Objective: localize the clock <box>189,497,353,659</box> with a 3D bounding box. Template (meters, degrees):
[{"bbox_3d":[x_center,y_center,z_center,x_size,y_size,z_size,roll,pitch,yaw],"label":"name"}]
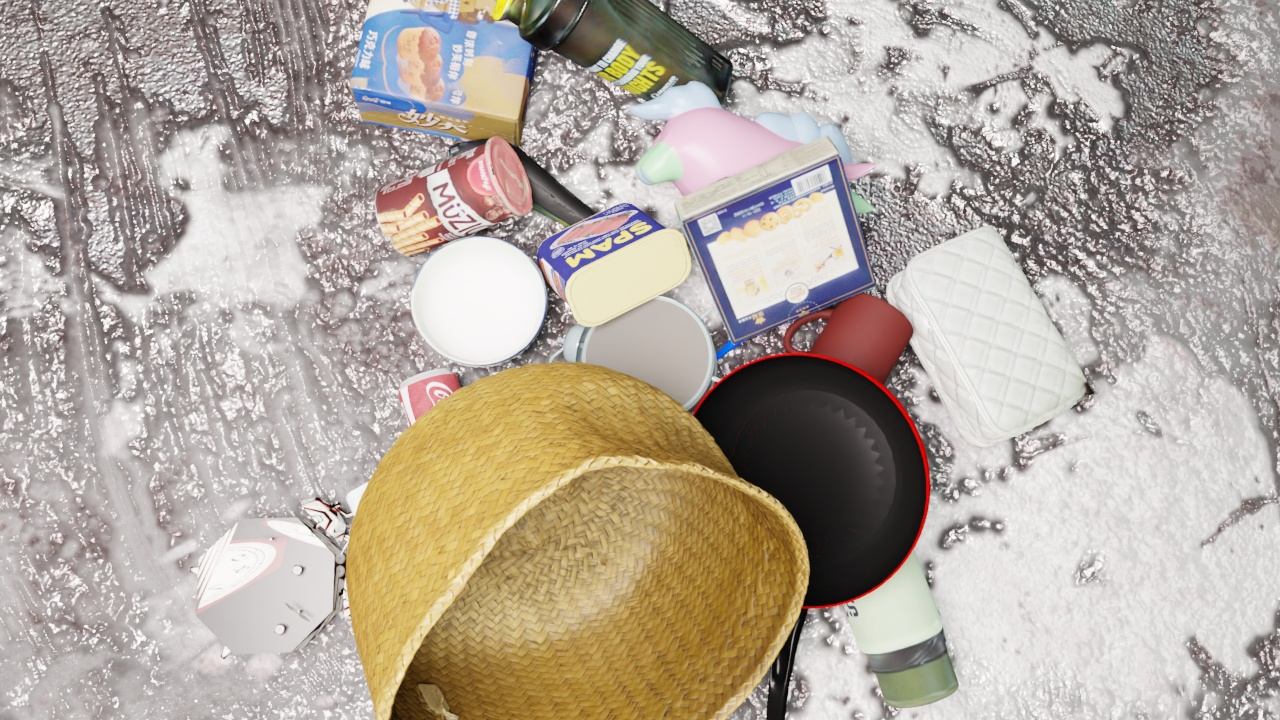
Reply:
[{"bbox_3d":[-0.285,0.176,0.756,0.154,0.065,0.114,-23,81,-10],"label":"clock"}]

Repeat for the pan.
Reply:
[{"bbox_3d":[0.129,0.171,0.767,0.209,0.067,0.356,5,94,25],"label":"pan"}]

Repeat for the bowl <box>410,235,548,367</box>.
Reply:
[{"bbox_3d":[-0.143,-0.046,0.823,0.118,0.062,0.118,2,77,-7],"label":"bowl"}]

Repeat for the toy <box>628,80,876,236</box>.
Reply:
[{"bbox_3d":[0.101,-0.183,0.854,0.171,0.120,0.222,-41,101,1],"label":"toy"}]

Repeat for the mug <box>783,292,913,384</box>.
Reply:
[{"bbox_3d":[0.188,-0.015,0.858,0.106,0.073,0.082,26,74,29],"label":"mug"}]

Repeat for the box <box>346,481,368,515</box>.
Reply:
[{"bbox_3d":[-0.129,0.096,0.758,0.197,0.135,0.040,-29,55,-11],"label":"box"}]

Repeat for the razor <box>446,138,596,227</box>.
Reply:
[{"bbox_3d":[-0.112,-0.160,0.865,0.151,0.054,0.067,32,102,-7],"label":"razor"}]

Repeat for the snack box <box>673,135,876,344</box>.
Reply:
[{"bbox_3d":[0.122,-0.103,0.813,0.144,0.145,0.042,-22,36,6],"label":"snack box"}]

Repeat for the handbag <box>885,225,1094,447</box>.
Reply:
[{"bbox_3d":[0.326,-0.023,0.871,0.138,0.073,0.195,-23,81,-20],"label":"handbag"}]

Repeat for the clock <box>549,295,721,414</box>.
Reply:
[{"bbox_3d":[-0.005,0.005,0.828,0.159,0.045,0.122,-11,74,2],"label":"clock"}]

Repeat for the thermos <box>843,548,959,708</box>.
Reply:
[{"bbox_3d":[0.211,0.184,0.810,0.082,0.082,0.231,-17,80,-10],"label":"thermos"}]

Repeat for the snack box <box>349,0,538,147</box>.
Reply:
[{"bbox_3d":[-0.174,-0.319,0.875,0.155,0.069,0.202,10,77,-6],"label":"snack box"}]

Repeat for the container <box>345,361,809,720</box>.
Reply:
[{"bbox_3d":[-0.060,0.157,0.668,0.306,0.196,0.307,-13,120,-24],"label":"container"}]

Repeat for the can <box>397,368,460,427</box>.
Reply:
[{"bbox_3d":[-0.173,0.060,0.801,0.054,0.054,0.096,-18,81,-11],"label":"can"}]

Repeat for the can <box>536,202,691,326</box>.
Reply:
[{"bbox_3d":[-0.028,-0.090,0.826,0.116,0.092,0.056,-27,125,-12],"label":"can"}]

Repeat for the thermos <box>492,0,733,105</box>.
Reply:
[{"bbox_3d":[-0.018,-0.299,0.842,0.220,0.098,0.098,23,74,-30],"label":"thermos"}]

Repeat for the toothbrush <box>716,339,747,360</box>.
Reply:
[{"bbox_3d":[0.107,-0.033,0.873,0.182,0.018,0.016,-38,60,-12],"label":"toothbrush"}]

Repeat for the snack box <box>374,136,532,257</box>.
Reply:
[{"bbox_3d":[-0.166,-0.143,0.813,0.121,0.072,0.072,-18,79,18],"label":"snack box"}]
